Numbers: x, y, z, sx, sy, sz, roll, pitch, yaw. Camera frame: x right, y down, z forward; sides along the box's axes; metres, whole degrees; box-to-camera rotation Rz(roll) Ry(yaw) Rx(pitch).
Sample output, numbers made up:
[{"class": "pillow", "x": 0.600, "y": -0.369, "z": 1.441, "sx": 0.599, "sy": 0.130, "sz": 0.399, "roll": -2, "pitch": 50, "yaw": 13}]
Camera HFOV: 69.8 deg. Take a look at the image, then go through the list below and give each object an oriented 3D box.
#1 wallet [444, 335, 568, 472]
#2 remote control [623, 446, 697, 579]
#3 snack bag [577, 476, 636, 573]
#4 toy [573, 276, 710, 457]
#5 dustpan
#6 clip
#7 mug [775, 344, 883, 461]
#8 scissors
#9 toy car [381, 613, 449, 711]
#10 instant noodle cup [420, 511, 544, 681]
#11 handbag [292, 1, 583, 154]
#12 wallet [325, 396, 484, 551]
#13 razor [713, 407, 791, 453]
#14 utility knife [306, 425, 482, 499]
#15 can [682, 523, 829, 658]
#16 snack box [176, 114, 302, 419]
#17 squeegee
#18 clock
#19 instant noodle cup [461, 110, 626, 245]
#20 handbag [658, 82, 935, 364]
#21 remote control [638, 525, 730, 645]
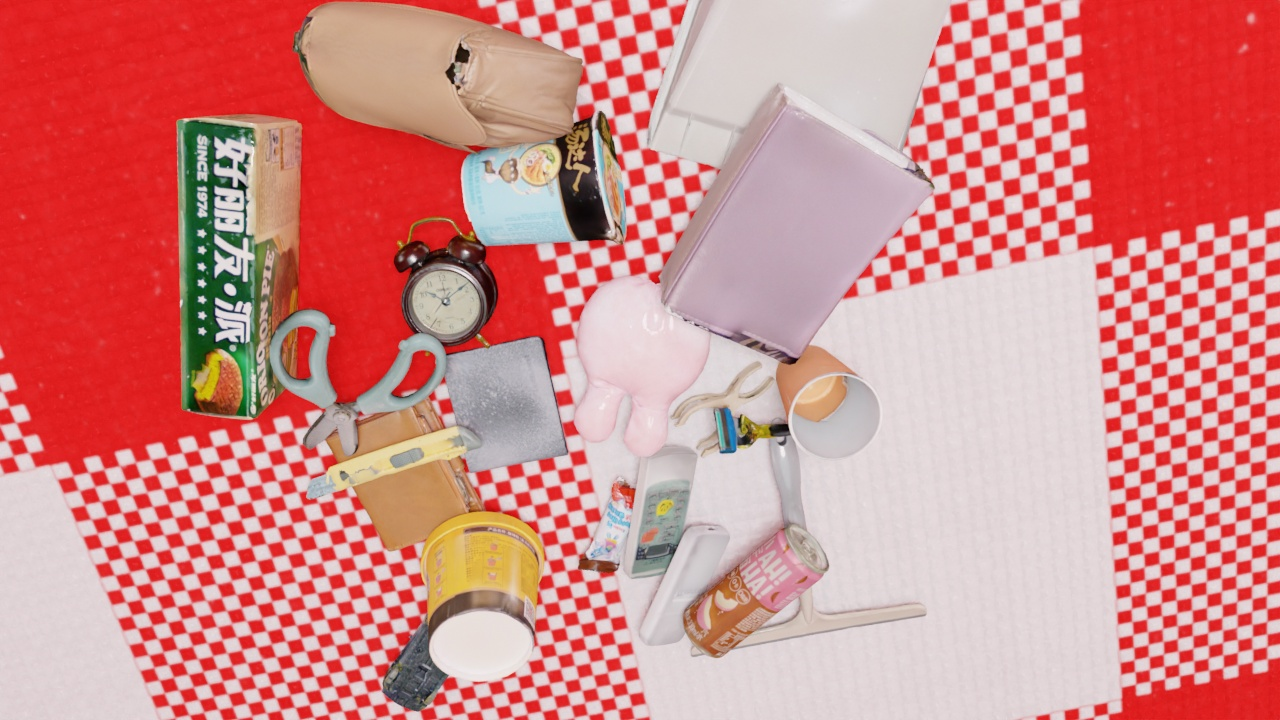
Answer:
[{"class": "wallet", "x": -0.126, "y": 0.042, "z": 0.862, "sx": 0.097, "sy": 0.019, "sz": 0.121, "roll": -11, "pitch": 105, "yaw": 0}, {"class": "remote control", "x": 0.019, "y": 0.146, "z": 0.881, "sx": 0.056, "sy": 0.019, "sz": 0.135, "roll": -2, "pitch": 113, "yaw": -29}, {"class": "snack bag", "x": -0.025, "y": 0.162, "z": 0.894, "sx": 0.045, "sy": 0.026, "sz": 0.105, "roll": 14, "pitch": 107, "yaw": -31}, {"class": "toy", "x": -0.005, "y": 0.005, "z": 0.832, "sx": 0.121, "sy": 0.054, "sz": 0.159, "roll": 18, "pitch": 100, "yaw": 1}, {"class": "dustpan", "x": 0.148, "y": -0.293, "z": 0.773, "sx": 0.222, "sy": 0.142, "sz": 0.258, "roll": 15, "pitch": 135, "yaw": -6}, {"class": "clip", "x": 0.068, "y": 0.036, "z": 0.857, "sx": 0.089, "sy": 0.035, "sz": 0.104, "roll": 28, "pitch": 99, "yaw": -11}, {"class": "mug", "x": 0.159, "y": 0.029, "z": 0.810, "sx": 0.078, "sy": 0.122, "sz": 0.078, "roll": 0, "pitch": 107, "yaw": -1}, {"class": "scissors", "x": -0.262, "y": 0.016, "z": 0.788, "sx": 0.175, "sy": 0.019, "sz": 0.176, "roll": -38, "pitch": 130, "yaw": 20}, {"class": "toy car", "x": -0.212, "y": 0.296, "z": 0.927, "sx": 0.054, "sy": 0.037, "sz": 0.120, "roll": 34, "pitch": 93, "yaw": -10}, {"class": "instant noodle cup", "x": -0.146, "y": 0.221, "z": 0.851, "sx": 0.118, "sy": 0.114, "sz": 0.119, "roll": -4, "pitch": 122, "yaw": -7}, {"class": "handbag", "x": -0.151, "y": -0.212, "z": 0.695, "sx": 0.205, "sy": 0.147, "sz": 0.100, "roll": 19, "pitch": 106, "yaw": 28}, {"class": "wallet", "x": -0.222, "y": 0.108, "z": 0.871, "sx": 0.108, "sy": 0.031, "sz": 0.132, "roll": -22, "pitch": 108, "yaw": 7}, {"class": "razor", "x": 0.131, "y": 0.064, "z": 0.856, "sx": 0.142, "sy": 0.022, "sz": 0.042, "roll": -1, "pitch": 75, "yaw": -24}, {"class": "utility knife", "x": -0.231, "y": 0.094, "z": 0.847, "sx": 0.175, "sy": 0.019, "sz": 0.031, "roll": -18, "pitch": 100, "yaw": 11}, {"class": "can", "x": 0.107, "y": 0.220, "z": 0.871, "sx": 0.058, "sy": 0.057, "sz": 0.147, "roll": 40, "pitch": 111, "yaw": -12}, {"class": "snack box", "x": -0.331, "y": -0.081, "z": 0.768, "sx": 0.063, "sy": 0.114, "sz": 0.240, "roll": 6, "pitch": 107, "yaw": -4}, {"class": "squeegee", "x": 0.154, "y": 0.175, "z": 0.898, "sx": 0.246, "sy": 0.039, "sz": 0.247, "roll": -10, "pitch": 106, "yaw": 1}, {"class": "clock", "x": -0.171, "y": -0.067, "z": 0.807, "sx": 0.082, "sy": 0.055, "sz": 0.122, "roll": -7, "pitch": 110, "yaw": 1}, {"class": "instant noodle cup", "x": -0.081, "y": -0.142, "z": 0.766, "sx": 0.120, "sy": 0.111, "sz": 0.111, "roll": -8, "pitch": 107, "yaw": 8}, {"class": "handbag", "x": 0.124, "y": -0.108, "z": 0.767, "sx": 0.145, "sy": 0.098, "sz": 0.197, "roll": 28, "pitch": 116, "yaw": -11}, {"class": "remote control", "x": 0.043, "y": 0.223, "z": 0.908, "sx": 0.055, "sy": 0.020, "sz": 0.136, "roll": 8, "pitch": 111, "yaw": -42}]
